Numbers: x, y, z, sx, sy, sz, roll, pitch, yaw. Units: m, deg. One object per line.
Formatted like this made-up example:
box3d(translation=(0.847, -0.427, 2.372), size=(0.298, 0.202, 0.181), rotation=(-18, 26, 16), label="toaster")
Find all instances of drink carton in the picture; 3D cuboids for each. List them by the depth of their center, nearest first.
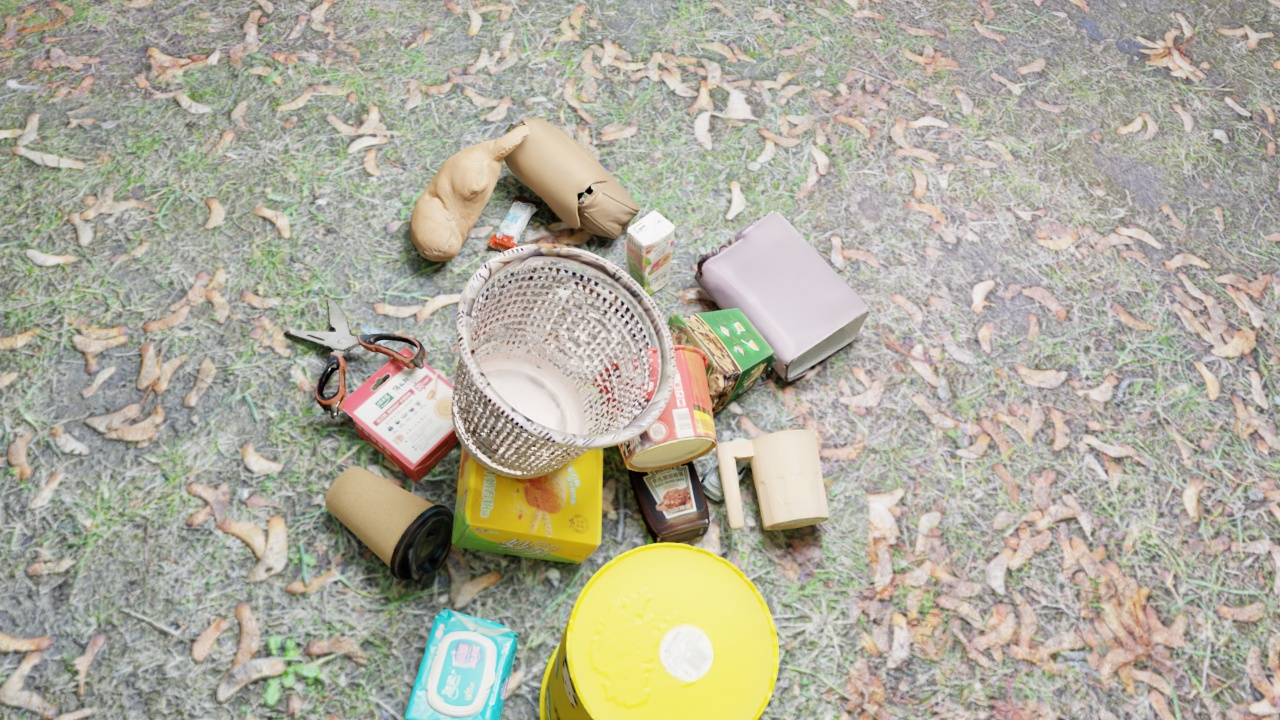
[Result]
box3d(translation=(0.010, -0.140, 1.228), size=(0.053, 0.123, 0.045), rotation=(-37, 67, -22), label="drink carton")

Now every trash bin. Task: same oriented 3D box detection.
box3d(translation=(0.017, 0.305, 0.882), size=(0.229, 0.256, 0.229), rotation=(2, 58, -4), label="trash bin")
box3d(translation=(-0.104, 0.023, 0.962), size=(0.227, 0.193, 0.227), rotation=(13, 57, -21), label="trash bin")

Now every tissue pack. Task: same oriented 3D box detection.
box3d(translation=(-0.186, 0.337, 0.962), size=(0.093, 0.050, 0.133), rotation=(11, 59, 0), label="tissue pack")

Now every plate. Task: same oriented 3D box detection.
box3d(translation=(-0.071, -0.034, 1.187), size=(0.179, 0.024, 0.179), rotation=(3, 61, -6), label="plate")

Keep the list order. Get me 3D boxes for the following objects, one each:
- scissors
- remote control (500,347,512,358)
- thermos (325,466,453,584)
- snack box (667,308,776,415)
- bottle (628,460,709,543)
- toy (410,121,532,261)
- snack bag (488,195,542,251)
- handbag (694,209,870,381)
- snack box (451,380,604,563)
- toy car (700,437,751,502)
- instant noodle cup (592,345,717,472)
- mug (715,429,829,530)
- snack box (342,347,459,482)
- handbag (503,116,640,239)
box3d(translation=(-0.360, -0.013, 1.144), size=(0.189, 0.015, 0.226), rotation=(-15, 47, 1), label="scissors")
box3d(translation=(-0.119, 0.017, 1.181), size=(0.136, 0.020, 0.055), rotation=(10, 58, 1), label="remote control")
box3d(translation=(-0.281, 0.180, 1.031), size=(0.143, 0.093, 0.092), rotation=(27, 60, 20), label="thermos")
box3d(translation=(0.096, -0.003, 1.169), size=(0.105, 0.118, 0.117), rotation=(-22, 64, -31), label="snack box")
box3d(translation=(0.022, 0.125, 1.115), size=(0.079, 0.044, 0.194), rotation=(-13, 60, -12), label="bottle")
box3d(translation=(-0.233, -0.236, 1.231), size=(0.226, 0.082, 0.143), rotation=(-56, 37, 7), label="toy")
box3d(translation=(-0.178, -0.195, 1.300), size=(0.045, 0.026, 0.105), rotation=(14, 57, 14), label="snack bag")
box3d(translation=(0.184, -0.083, 1.224), size=(0.144, 0.099, 0.197), rotation=(-29, 67, -23), label="handbag")
box3d(translation=(-0.127, 0.118, 1.065), size=(0.157, 0.070, 0.209), rotation=(13, 57, -20), label="snack box")
box3d(translation=(0.110, 0.132, 1.126), size=(0.043, 0.034, 0.090), rotation=(31, 59, 16), label="toy car")
box3d(translation=(0.022, 0.060, 1.056), size=(0.137, 0.138, 0.108), rotation=(-10, 67, -11), label="instant noodle cup")
box3d(translation=(0.156, 0.144, 1.083), size=(0.124, 0.084, 0.103), rotation=(-4, 71, -13), label="mug")
box3d(translation=(-0.281, 0.065, 1.122), size=(0.127, 0.044, 0.113), rotation=(37, 63, 15), label="snack box")
box3d(translation=(-0.102, -0.250, 1.279), size=(0.204, 0.147, 0.100), rotation=(45, 102, 22), label="handbag")
